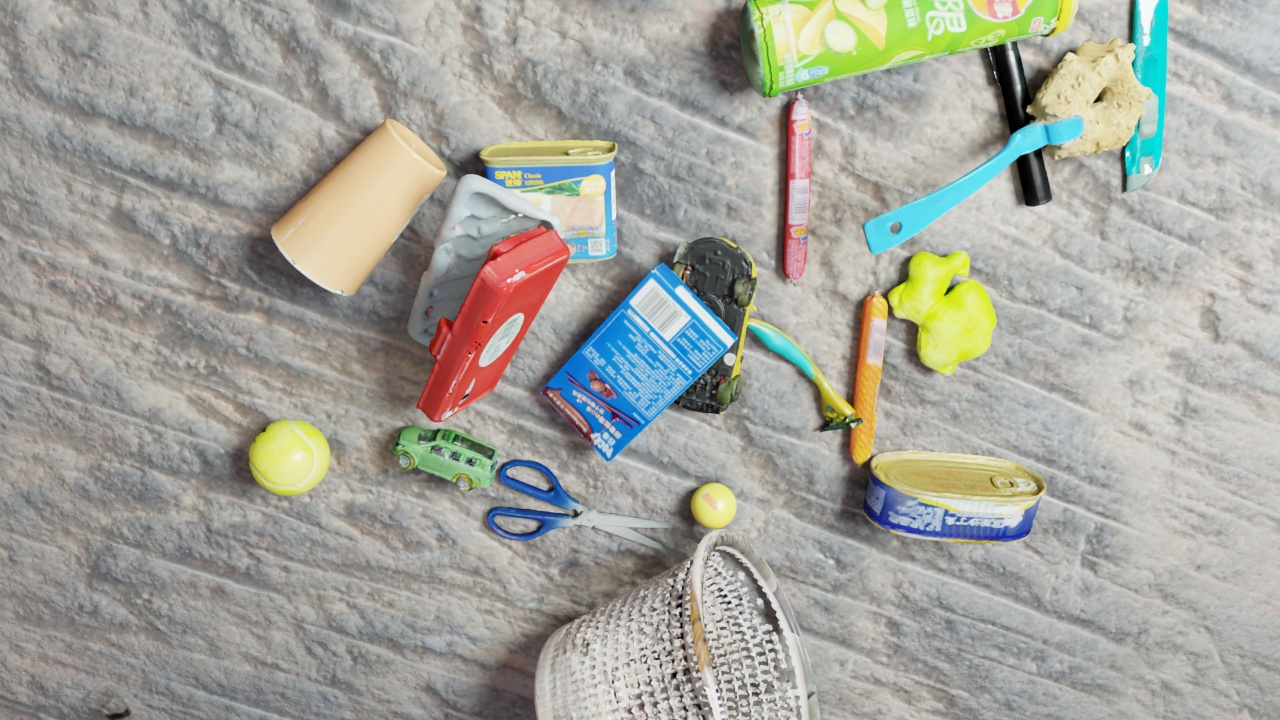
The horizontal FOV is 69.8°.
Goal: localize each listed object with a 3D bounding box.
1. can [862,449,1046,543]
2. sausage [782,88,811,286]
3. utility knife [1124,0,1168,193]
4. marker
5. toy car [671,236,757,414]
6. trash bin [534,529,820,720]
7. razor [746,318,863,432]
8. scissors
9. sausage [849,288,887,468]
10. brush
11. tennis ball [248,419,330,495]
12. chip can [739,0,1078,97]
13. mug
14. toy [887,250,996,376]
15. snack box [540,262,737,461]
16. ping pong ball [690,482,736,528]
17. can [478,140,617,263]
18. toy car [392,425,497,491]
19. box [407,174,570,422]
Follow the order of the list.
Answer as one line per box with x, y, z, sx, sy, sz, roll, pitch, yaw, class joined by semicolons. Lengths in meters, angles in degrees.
0.269;0.117;0.791;0.148;0.074;0.049;4;115;-2;can
0.123;-0.132;0.717;0.020;0.020;0.156;-2;113;1;sausage
0.380;-0.207;0.688;0.029;0.013;0.164;-10;112;3;utility knife
0.288;-0.180;0.696;0.022;0.020;0.132;-17;111;15;marker
0.055;-0.027;0.743;0.071;0.041;0.156;15;116;17;toy car
0.024;0.284;0.801;0.192;0.226;0.227;-24;111;23;trash bin
0.134;0.009;0.771;0.132;0.043;0.028;46;66;-15;razor
-0.054;0.132;0.832;0.171;0.012;0.141;-14;113;4;scissors
0.192;0.018;0.777;0.021;0.021;0.165;0;113;0;sausage
0.264;-0.148;0.657;0.254;0.046;0.083;-32;119;-12;brush
-0.299;0.083;0.782;0.065;0.065;0.065;0;113;0;tennis ball
0.181;-0.241;0.643;0.221;0.072;0.073;-11;112;4;chip can
-0.208;-0.118;0.696;0.123;0.078;0.078;-43;106;11;mug
0.251;-0.040;0.749;0.100;0.031;0.097;25;108;-10;toy
-0.004;0.004;0.741;0.084;0.026;0.157;46;120;2;snack box
0.065;0.129;0.814;0.040;0.040;0.040;0;113;0;ping pong ball
-0.068;-0.121;0.702;0.102;0.057;0.083;-1;115;1;can
-0.167;0.081;0.793;0.091;0.043;0.036;18;114;-9;toy car
-0.130;-0.048;0.688;0.098;0.095;0.202;48;140;9;box
